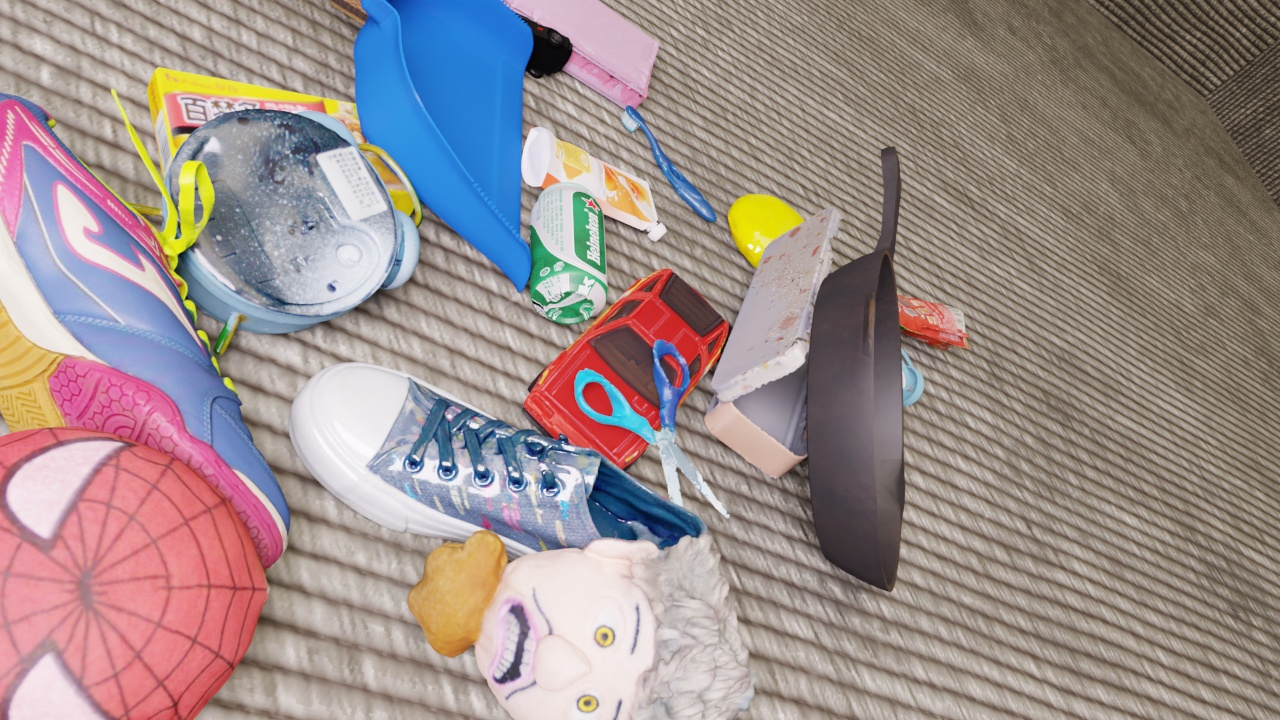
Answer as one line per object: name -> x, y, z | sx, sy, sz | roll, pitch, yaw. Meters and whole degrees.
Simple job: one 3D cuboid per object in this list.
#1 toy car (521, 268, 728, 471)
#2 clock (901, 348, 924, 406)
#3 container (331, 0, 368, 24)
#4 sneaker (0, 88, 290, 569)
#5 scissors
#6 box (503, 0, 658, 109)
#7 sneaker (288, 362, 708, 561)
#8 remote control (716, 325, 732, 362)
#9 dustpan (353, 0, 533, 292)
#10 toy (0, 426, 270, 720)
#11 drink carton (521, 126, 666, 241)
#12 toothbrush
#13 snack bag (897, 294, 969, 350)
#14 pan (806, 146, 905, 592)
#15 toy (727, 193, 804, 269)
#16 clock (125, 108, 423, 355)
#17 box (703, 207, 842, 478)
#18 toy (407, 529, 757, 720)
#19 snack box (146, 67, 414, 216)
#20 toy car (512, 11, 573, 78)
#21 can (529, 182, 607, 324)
toy car -> -0.004, 0.003, 0.613 | 0.081, 0.056, 0.188 | 42, 43, 0
clock -> 0.207, 0.005, 0.803 | 0.122, 0.042, 0.087 | -16, 68, -52
container -> -0.174, -0.296, 0.705 | 0.063, 0.061, 0.113 | 33, 38, 13
sneaker -> -0.223, -0.016, 0.401 | 0.242, 0.116, 0.090 | 54, 26, -6
scissors -> 0.022, 0.044, 0.562 | 0.133, 0.015, 0.103 | 50, 52, 0
box -> -0.088, -0.315, 0.819 | 0.232, 0.046, 0.097 | 29, 41, -18
sneaker -> -0.066, 0.060, 0.490 | 0.235, 0.079, 0.087 | 30, 42, -17
remote control -> 0.065, -0.013, 0.716 | 0.124, 0.010, 0.039 | 30, 42, -17
dustpan -> -0.154, -0.206, 0.599 | 0.257, 0.060, 0.245 | 32, 41, -40
toy -> -0.238, 0.089, 0.301 | 0.215, 0.099, 0.147 | 1, 83, -38
drink carton -> -0.032, -0.139, 0.729 | 0.122, 0.039, 0.069 | 17, 46, -37
toothbrush -> 0.025, -0.173, 0.818 | 0.132, 0.016, 0.021 | 53, 41, 7
snack bag -> 0.242, -0.046, 0.864 | 0.155, 0.044, 0.087 | 13, 21, -34
pan -> 0.160, -0.015, 0.658 | 0.249, 0.043, 0.355 | 60, 34, -53
toy -> 0.119, -0.110, 0.822 | 0.094, 0.041, 0.095 | -20, 70, -45
clock -> -0.184, -0.077, 0.502 | 0.161, 0.060, 0.118 | -33, 94, -43
box -> 0.117, -0.014, 0.695 | 0.108, 0.095, 0.215 | 59, 34, -23
toy -> -0.027, 0.135, 0.442 | 0.176, 0.132, 0.076 | 17, 0, -2
snack box -> -0.216, -0.133, 0.569 | 0.152, 0.025, 0.075 | 0, 58, -40
toy car -> -0.101, -0.269, 0.770 | 0.091, 0.042, 0.036 | 3, 57, -38
can -> -0.050, -0.074, 0.638 | 0.053, 0.053, 0.101 | 19, 47, -27
